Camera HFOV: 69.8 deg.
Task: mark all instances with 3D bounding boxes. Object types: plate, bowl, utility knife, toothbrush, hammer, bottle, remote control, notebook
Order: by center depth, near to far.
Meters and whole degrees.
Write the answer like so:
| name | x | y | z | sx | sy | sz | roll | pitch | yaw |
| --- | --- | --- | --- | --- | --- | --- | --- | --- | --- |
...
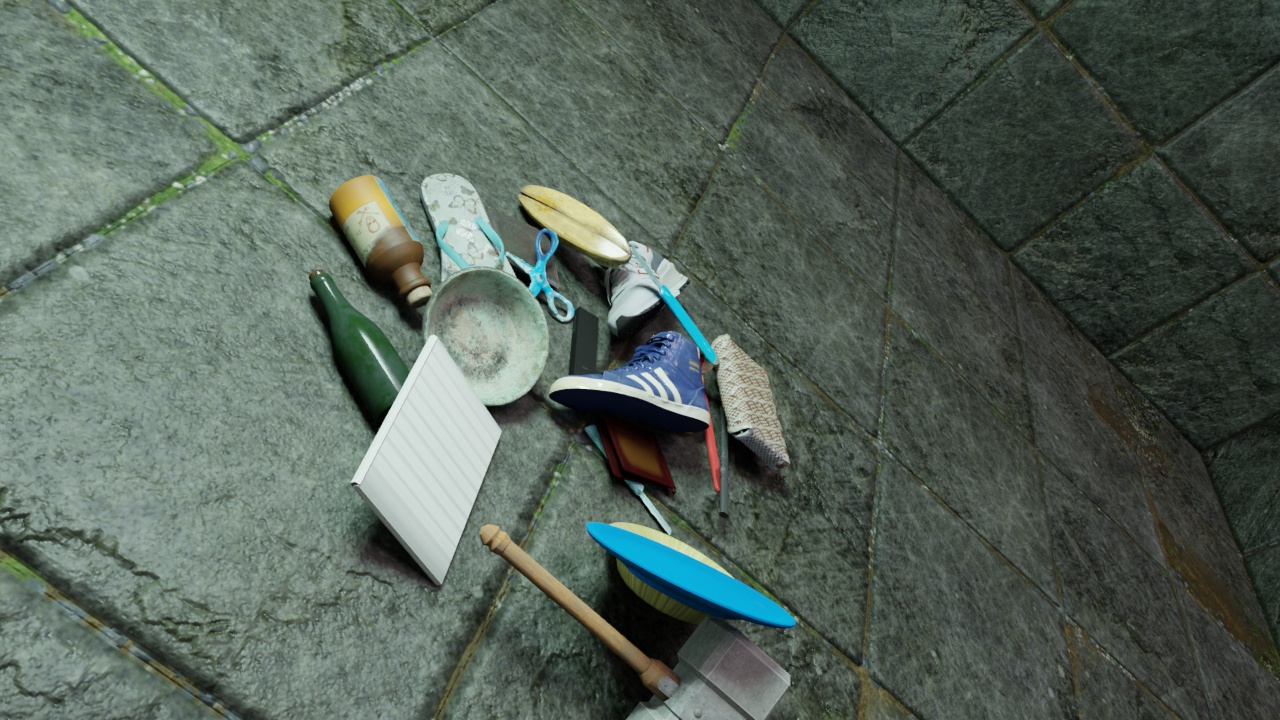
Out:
| name | x | y | z | sx | sy | sz | roll | pitch | yaw |
| --- | --- | --- | --- | --- | --- | --- | --- | --- | --- |
| hammer | -0.029 | 0.258 | 0.858 | 0.317 | 0.083 | 0.162 | 43 | 77 | -9 |
| notebook | -0.202 | 0.092 | 0.904 | 0.209 | 0.009 | 0.143 | -76 | 145 | -49 |
| plate | 0.044 | 0.218 | 0.905 | 0.224 | 0.024 | 0.224 | 24 | -3 | 1 |
| bottle | -0.288 | -0.020 | 0.935 | 0.174 | 0.055 | 0.055 | 55 | 34 | 11 |
| plate | 0.034 | 0.244 | 1.011 | 0.184 | 0.036 | 0.184 | 27 | 8 | -4 |
| bottle | -0.284 | -0.128 | 1.033 | 0.067 | 0.068 | 0.157 | -18 | 71 | -54 |
| bowl | -0.179 | -0.025 | 1.034 | 0.157 | 0.039 | 0.157 | 6 | 80 | -37 |
| utility knife | -0.012 | 0.144 | 1.119 | 0.166 | 0.015 | 0.022 | 52 | 35 | 7 |
| remote control | -0.075 | -0.010 | 1.201 | 0.034 | 0.013 | 0.149 | 31 | 38 | -27 |
| utility knife | 0.048 | -0.071 | 1.245 | 0.221 | 0.015 | 0.031 | 54 | 26 | -26 |
| hammer | 0.122 | 0.102 | 1.288 | 0.095 | 0.015 | 0.324 | 39 | 31 | -22 |
| toothbrush | 0.099 | 0.091 | 1.293 | 0.012 | 0.018 | 0.212 | 24 | 41 | -32 |

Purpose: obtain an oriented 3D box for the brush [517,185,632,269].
| name | x | y | z | sx | sy | sz | roll | pitch | yaw |
| --- | --- | --- | --- | --- | --- | --- | --- | --- | --- |
| brush | -0.090 | -0.185 | 1.274 | 0.195 | 0.059 | 0.043 | 33 | -12 | 19 |

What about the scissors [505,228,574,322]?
| name | x | y | z | sx | sy | sz | roll | pitch | yaw |
| --- | --- | --- | --- | --- | --- | --- | --- | --- | --- |
| scissors | -0.127 | -0.112 | 1.203 | 0.134 | 0.011 | 0.139 | 36 | 55 | -38 |

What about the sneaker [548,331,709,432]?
| name | x | y | z | sx | sy | sz | roll | pitch | yaw |
| --- | --- | --- | --- | --- | --- | --- | --- | --- | --- |
| sneaker | -0.006 | 0.008 | 1.150 | 0.232 | 0.092 | 0.118 | 16 | 65 | -33 |

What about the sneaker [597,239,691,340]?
| name | x | y | z | sx | sy | sz | roll | pitch | yaw |
| --- | --- | --- | --- | --- | --- | --- | --- | --- | --- |
| sneaker | -0.017 | -0.113 | 1.314 | 0.124 | 0.089 | 0.239 | 46 | 25 | 3 |

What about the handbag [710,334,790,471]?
| name | x | y | z | sx | sy | sz | roll | pitch | yaw |
| --- | --- | --- | --- | --- | --- | --- | --- | --- | --- |
| handbag | 0.153 | 0.060 | 1.317 | 0.124 | 0.047 | 0.185 | 39 | 31 | -38 |

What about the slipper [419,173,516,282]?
| name | x | y | z | sx | sy | sz | roll | pitch | yaw |
| --- | --- | --- | --- | --- | --- | --- | --- | --- | --- |
| slipper | -0.203 | -0.138 | 1.123 | 0.098 | 0.055 | 0.268 | -3 | 57 | -27 |

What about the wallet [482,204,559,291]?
| name | x | y | z | sx | sy | sz | roll | pitch | yaw |
| --- | --- | --- | --- | --- | --- | --- | --- | --- | --- |
| wallet | -0.164 | -0.147 | 1.224 | 0.119 | 0.031 | 0.099 | 19 | 47 | -40 |

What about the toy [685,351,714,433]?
| name | x | y | z | sx | sy | sz | roll | pitch | yaw |
| --- | --- | --- | --- | --- | --- | --- | --- | --- | --- |
| toy | 0.053 | 0.037 | 1.267 | 0.105 | 0.067 | 0.137 | 30 | 51 | -22 |

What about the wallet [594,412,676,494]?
| name | x | y | z | sx | sy | sz | roll | pitch | yaw |
| --- | --- | --- | --- | --- | --- | --- | --- | --- | --- |
| wallet | -0.003 | 0.115 | 1.139 | 0.115 | 0.018 | 0.091 | 24 | 36 | -49 |
